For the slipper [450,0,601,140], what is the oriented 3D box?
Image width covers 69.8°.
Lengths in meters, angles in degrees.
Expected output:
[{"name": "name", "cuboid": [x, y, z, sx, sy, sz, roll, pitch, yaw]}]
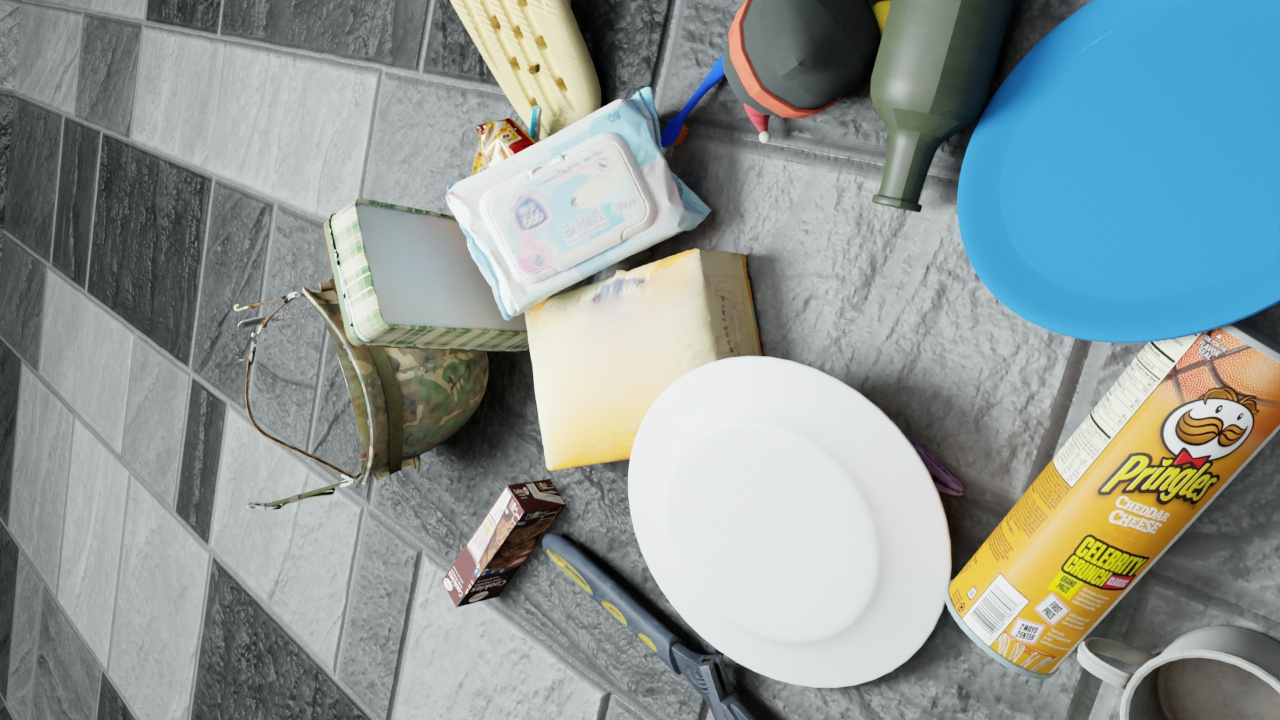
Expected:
[{"name": "slipper", "cuboid": [-0.100, -0.319, 0.816, 0.112, 0.079, 0.261, -23, 94, 39]}]

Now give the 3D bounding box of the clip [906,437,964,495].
[{"name": "clip", "cuboid": [0.189, 0.069, 0.607, 0.050, 0.014, 0.046, -5, 84, 44]}]

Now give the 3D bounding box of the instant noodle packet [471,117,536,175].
[{"name": "instant noodle packet", "cuboid": [-0.096, -0.136, 0.792, 0.135, 0.039, 0.099, 47, 139, 9]}]

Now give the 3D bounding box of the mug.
[{"name": "mug", "cuboid": [0.291, 0.177, 0.480, 0.113, 0.070, 0.084, 32, 111, 36]}]

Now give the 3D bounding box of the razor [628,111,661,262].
[{"name": "razor", "cuboid": [-0.013, -0.140, 0.766, 0.088, 0.047, 0.116, -15, 89, 40]}]

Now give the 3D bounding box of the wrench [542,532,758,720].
[{"name": "wrench", "cuboid": [0.005, 0.221, 0.756, 0.273, 0.022, 0.073, 31, 139, 40]}]

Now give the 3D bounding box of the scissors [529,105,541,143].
[{"name": "scissors", "cuboid": [-0.102, -0.176, 0.830, 0.134, 0.012, 0.134, 52, 148, 35]}]

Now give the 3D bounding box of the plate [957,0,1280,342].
[{"name": "plate", "cuboid": [0.279, -0.112, 0.487, 0.225, 0.024, 0.224, -26, 53, 39]}]

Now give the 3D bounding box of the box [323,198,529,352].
[{"name": "box", "cuboid": [-0.167, -0.068, 0.791, 0.050, 0.205, 0.117, -26, 76, 32]}]

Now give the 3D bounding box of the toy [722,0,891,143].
[{"name": "toy", "cuboid": [0.103, -0.213, 0.628, 0.097, 0.099, 0.119, 44, 159, -16]}]

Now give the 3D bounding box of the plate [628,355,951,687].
[{"name": "plate", "cuboid": [0.088, 0.116, 0.628, 0.243, 0.016, 0.243, 12, 111, 32]}]

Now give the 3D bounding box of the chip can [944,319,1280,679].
[{"name": "chip can", "cuboid": [0.261, 0.073, 0.502, 0.075, 0.075, 0.215, 44, 118, 32]}]

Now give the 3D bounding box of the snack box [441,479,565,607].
[{"name": "snack box", "cuboid": [-0.130, 0.173, 0.863, 0.031, 0.050, 0.141, 52, 122, 28]}]

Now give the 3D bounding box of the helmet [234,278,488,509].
[{"name": "helmet", "cuboid": [-0.268, 0.019, 0.866, 0.225, 0.235, 0.193, -3, 103, 56]}]

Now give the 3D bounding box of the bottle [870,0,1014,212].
[{"name": "bottle", "cuboid": [0.186, -0.197, 0.566, 0.071, 0.071, 0.207, 22, 105, 39]}]

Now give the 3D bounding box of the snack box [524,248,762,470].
[{"name": "snack box", "cuboid": [-0.004, 0.004, 0.730, 0.196, 0.080, 0.145, -14, 82, 41]}]

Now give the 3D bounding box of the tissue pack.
[{"name": "tissue pack", "cuboid": [-0.048, -0.120, 0.706, 0.182, 0.070, 0.112, -26, 100, 6]}]

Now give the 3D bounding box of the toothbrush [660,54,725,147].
[{"name": "toothbrush", "cuboid": [0.072, -0.235, 0.705, 0.183, 0.018, 0.016, -49, 61, 27]}]
